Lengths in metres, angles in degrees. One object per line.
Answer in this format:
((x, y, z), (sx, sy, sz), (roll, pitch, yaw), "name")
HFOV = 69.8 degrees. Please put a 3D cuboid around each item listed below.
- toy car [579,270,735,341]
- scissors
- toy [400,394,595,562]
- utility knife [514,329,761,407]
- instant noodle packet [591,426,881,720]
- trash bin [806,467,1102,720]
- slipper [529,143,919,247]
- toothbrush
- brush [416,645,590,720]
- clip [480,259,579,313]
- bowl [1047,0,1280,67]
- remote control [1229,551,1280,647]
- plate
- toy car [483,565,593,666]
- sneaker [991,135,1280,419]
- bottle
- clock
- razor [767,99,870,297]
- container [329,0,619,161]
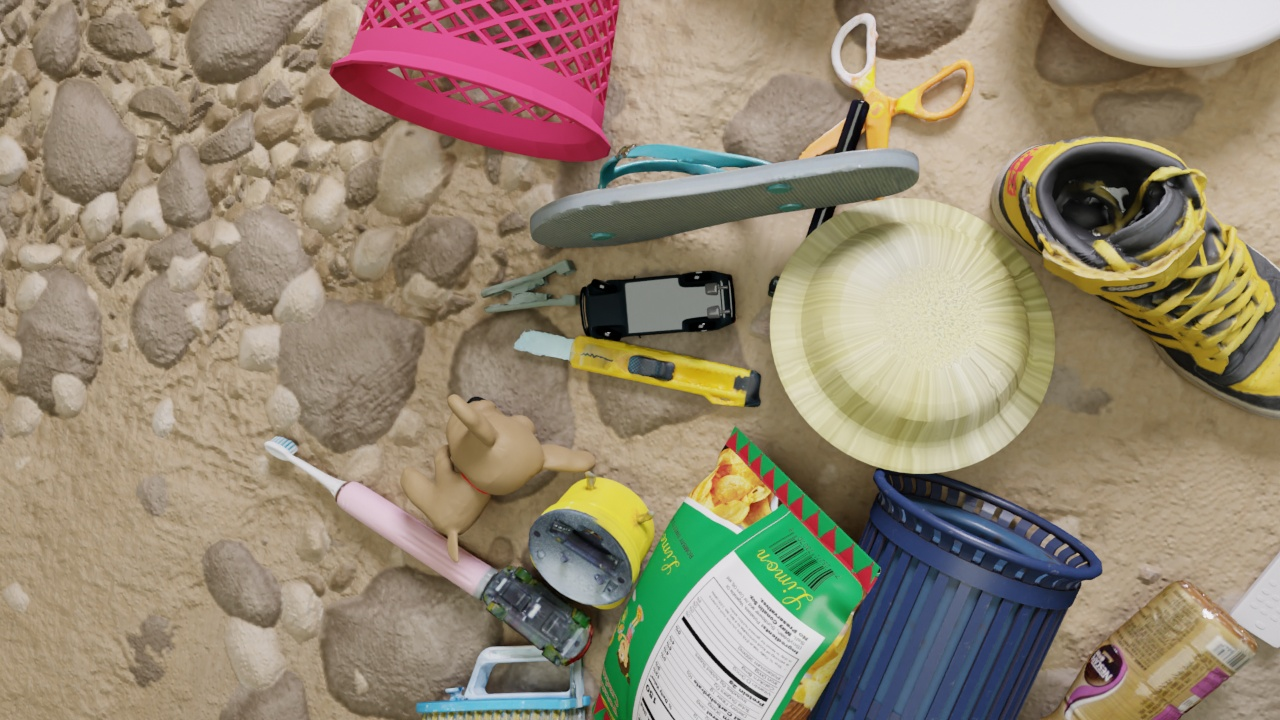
((0.012, -0.040, 0.657), (0.112, 0.034, 0.046), (-4, 94, 14), "toy car")
((0.158, -0.175, 0.619), (0.125, 0.011, 0.128), (-31, 87, 17), "scissors")
((-0.119, 0.078, 0.676), (0.108, 0.134, 0.105), (-49, 41, 15), "toy")
((-0.004, 0.004, 0.678), (0.191, 0.018, 0.030), (12, 89, 16), "utility knife")
((0.046, 0.192, 0.605), (0.090, 0.195, 0.253), (20, 102, -25), "instant noodle packet")
((0.172, 0.209, 0.588), (0.139, 0.139, 0.250), (21, 101, 12), "trash bin")
((0.041, -0.120, 0.599), (0.269, 0.098, 0.054), (-5, 85, 24), "slipper")
((-0.211, 0.121, 0.734), (0.222, 0.026, 0.027), (31, 122, 10), "toothbrush")
((-0.110, 0.260, 0.708), (0.136, 0.055, 0.075), (-8, 71, 15), "brush")
((-0.080, -0.044, 0.688), (0.078, 0.023, 0.050), (-26, 87, 13), "clip")
((0.320, -0.259, 0.541), (0.177, 0.066, 0.176), (1, 95, 14), "bowl")
((0.425, 0.120, 0.577), (0.033, 0.012, 0.131), (34, 102, 12), "remote control")
((0.177, -0.023, 0.580), (0.184, 0.036, 0.184), (0, 78, 0), "plate")
((-0.076, 0.193, 0.692), (0.091, 0.036, 0.042), (28, 70, 26), "toy car")
((0.316, -0.049, 0.534), (0.238, 0.122, 0.086), (38, 104, 9), "sneaker")
((0.310, 0.217, 0.592), (0.059, 0.059, 0.166), (42, 105, 7), "bottle")
((-0.038, 0.139, 0.669), (0.083, 0.057, 0.119), (31, 126, 7), "clock")
((0.126, -0.105, 0.623), (0.043, 0.022, 0.144), (19, 105, 11), "razor")
((-0.082, -0.268, 0.599), (0.183, 0.183, 0.225), (14, 91, 13), "container")
